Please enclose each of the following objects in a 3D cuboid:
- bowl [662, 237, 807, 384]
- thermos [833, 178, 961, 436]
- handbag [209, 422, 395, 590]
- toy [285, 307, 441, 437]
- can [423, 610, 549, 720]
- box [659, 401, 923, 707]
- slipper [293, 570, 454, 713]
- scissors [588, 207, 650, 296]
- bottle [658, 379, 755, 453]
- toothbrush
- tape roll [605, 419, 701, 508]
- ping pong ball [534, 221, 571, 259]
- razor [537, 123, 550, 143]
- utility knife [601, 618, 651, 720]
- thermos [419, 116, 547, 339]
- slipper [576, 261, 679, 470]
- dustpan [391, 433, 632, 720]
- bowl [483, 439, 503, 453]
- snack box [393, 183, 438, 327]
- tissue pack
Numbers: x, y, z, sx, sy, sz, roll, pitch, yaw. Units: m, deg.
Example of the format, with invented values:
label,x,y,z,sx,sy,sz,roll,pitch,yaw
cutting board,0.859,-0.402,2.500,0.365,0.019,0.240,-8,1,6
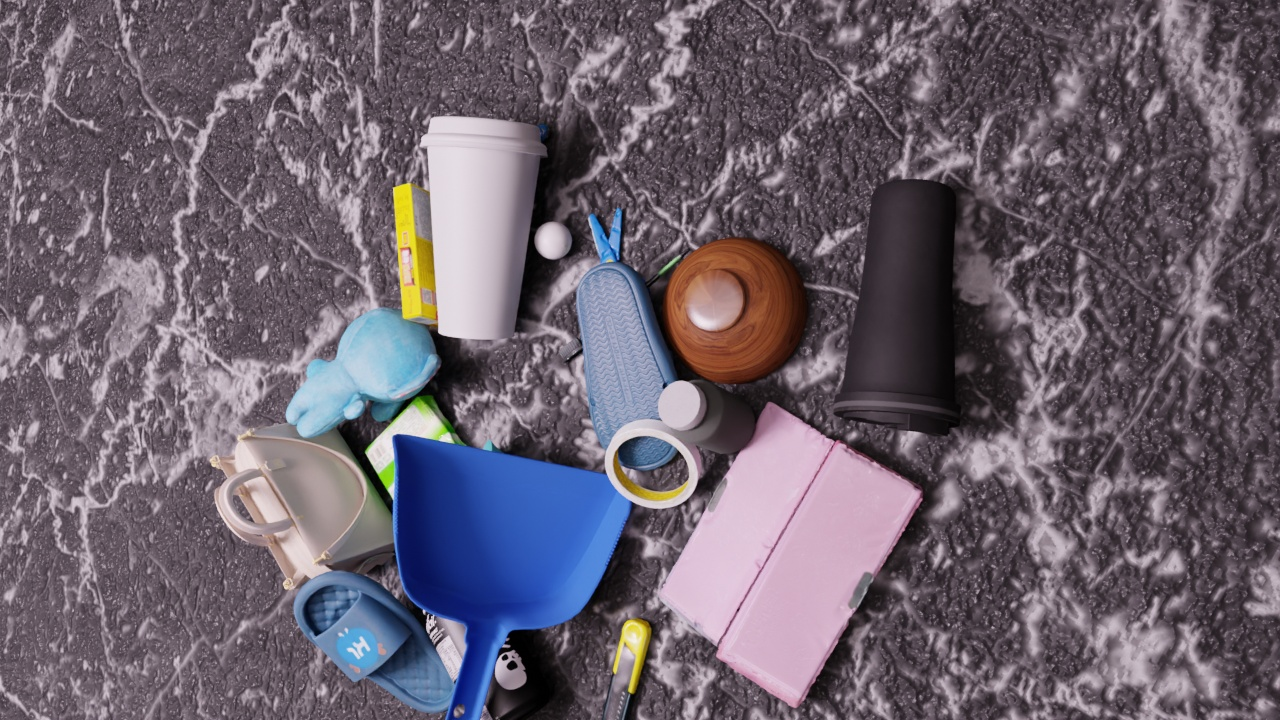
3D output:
label,x,y,z,sx,sy,sz,roll,pitch,yaw
bowl,0.081,-0.053,0.886,0.147,0.068,0.147,-3,83,23
thermos,0.232,-0.043,0.807,0.106,0.105,0.218,3,81,24
handbag,-0.370,0.155,0.979,0.101,0.197,0.194,-39,78,12
toy,-0.304,0.024,1.023,0.180,0.115,0.183,-46,45,-14
can,-0.159,0.304,0.945,0.080,0.080,0.146,-39,71,15
box,0.130,0.176,0.853,0.180,0.050,0.233,30,96,25
slipper,-0.273,0.304,0.956,0.104,0.059,0.214,-36,110,18
scissors,-0.040,-0.099,0.977,0.097,0.020,0.132,-24,76,16
bottle,0.061,0.051,0.858,0.060,0.108,0.060,-9,72,29
toothbrush,-0.019,-0.057,0.946,0.188,0.014,0.017,-40,82,24
tape roll,0.012,0.102,0.900,0.094,0.019,0.094,7,120,13
ping pong ball,-0.094,-0.129,0.986,0.040,0.040,0.040,-3,83,23
razor,-0.154,-0.216,1.035,0.141,0.018,0.044,-38,81,12
utility knife,-0.023,0.350,0.916,0.029,0.020,0.186,14,91,26
thermos,-0.168,-0.138,0.972,0.132,0.131,0.222,8,100,24
slipper,-0.005,0.005,0.919,0.104,0.059,0.214,-9,97,29
dustpan,-0.146,0.222,0.880,0.059,0.245,0.257,23,98,65
bowl,-0.147,0.147,0.963,0.046,0.121,0.121,11,88,-16
snack box,-0.240,-0.116,1.030,0.025,0.075,0.152,-10,80,20
tissue pack,-0.251,0.108,1.033,0.114,0.034,0.099,-43,67,14
